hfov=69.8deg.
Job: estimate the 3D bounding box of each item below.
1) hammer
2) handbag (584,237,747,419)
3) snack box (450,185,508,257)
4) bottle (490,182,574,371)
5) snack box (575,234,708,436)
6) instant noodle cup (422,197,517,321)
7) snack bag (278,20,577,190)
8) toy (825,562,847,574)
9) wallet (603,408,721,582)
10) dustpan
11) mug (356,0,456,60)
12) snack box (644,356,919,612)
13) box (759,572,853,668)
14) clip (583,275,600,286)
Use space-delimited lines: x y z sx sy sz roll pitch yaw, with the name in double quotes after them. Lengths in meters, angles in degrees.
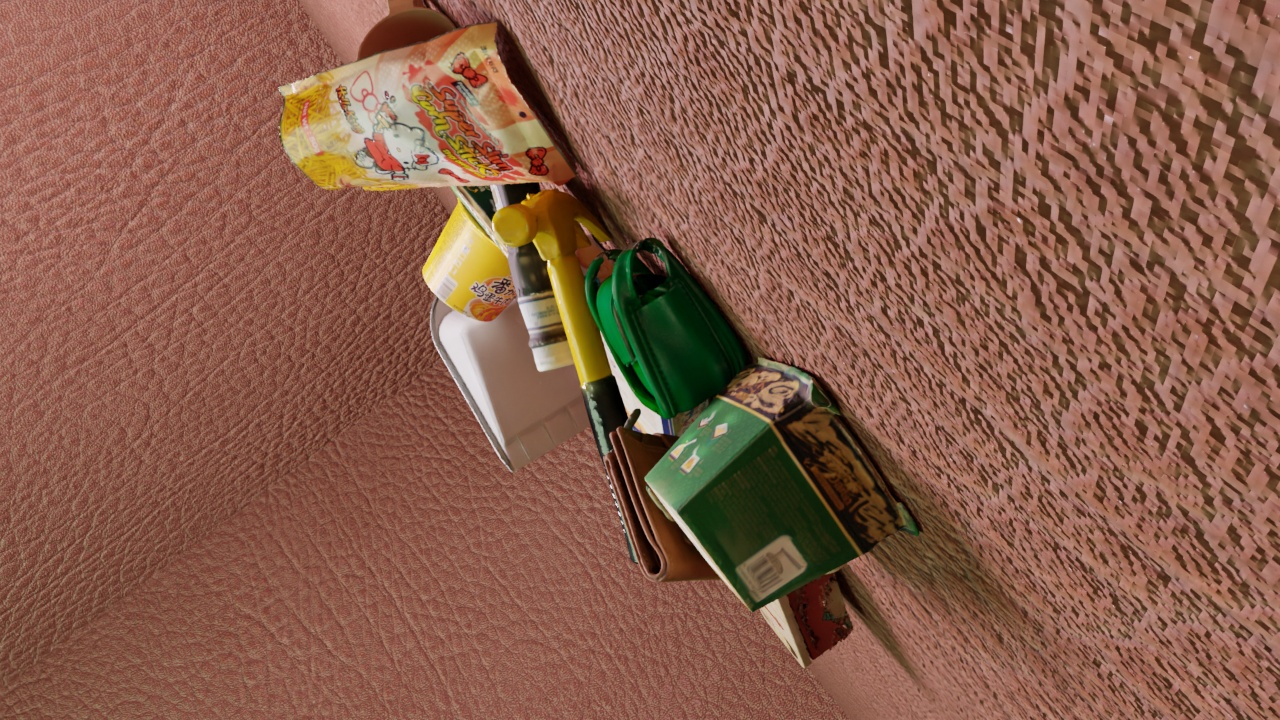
-0.033 0.015 0.708 0.128 0.033 0.301 -38 -65 -63 "hammer"
0.012 -0.025 0.631 0.120 0.068 0.131 62 174 -10 "handbag"
-0.130 -0.146 0.967 0.240 0.063 0.114 50 175 22 "snack box"
-0.089 -0.089 0.745 0.080 0.044 0.195 -168 65 -80 "bottle"
-0.005 0.005 0.841 0.178 0.045 0.183 48 161 33 "snack box"
-0.191 -0.122 1.120 0.138 0.110 0.137 34 -159 -16 "instant noodle cup"
-0.158 -0.170 0.664 0.208 0.073 0.129 1 142 30 "snack bag"
0.101 0.092 0.673 0.157 0.066 0.104 50 -143 -16 "toy"
0.028 0.097 0.643 0.130 0.035 0.119 16 -129 -55 "wallet"
-0.163 -0.020 1.270 0.143 0.222 0.258 11 128 64 "dustpan"
-0.177 -0.241 0.765 0.103 0.084 0.124 64 -168 -69 "mug"
0.073 0.078 0.542 0.118 0.105 0.117 53 174 -13 "snack box"
0.156 0.216 0.904 0.091 0.080 0.168 47 166 49 "box"
-0.060 -0.067 0.778 0.047 0.014 0.057 2 -178 -43 "clip"
